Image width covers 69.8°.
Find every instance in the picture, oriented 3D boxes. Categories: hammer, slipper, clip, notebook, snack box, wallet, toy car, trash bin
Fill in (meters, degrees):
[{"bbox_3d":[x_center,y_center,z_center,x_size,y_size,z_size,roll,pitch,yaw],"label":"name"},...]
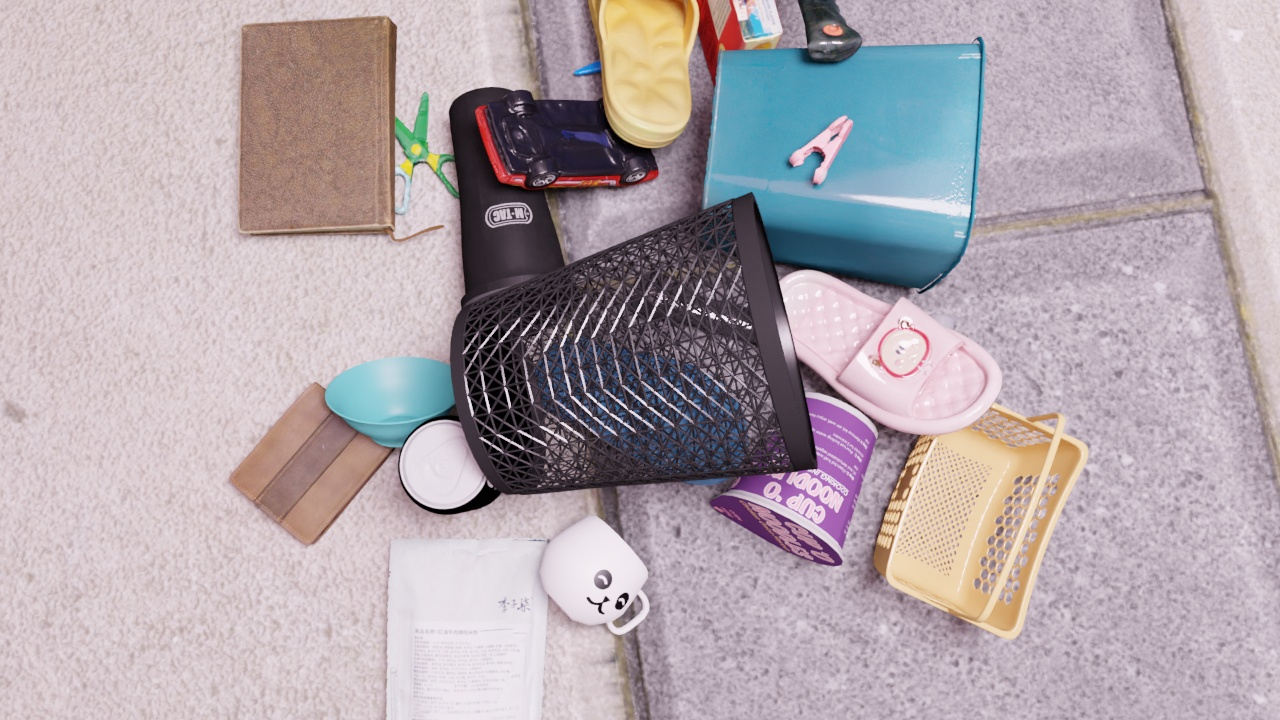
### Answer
[{"bbox_3d":[0.142,-0.020,0.881,0.311,0.029,0.125,16,81,0],"label":"hammer"},{"bbox_3d":[0.007,-0.321,0.860,0.099,0.079,0.263,6,63,-19],"label":"slipper"},{"bbox_3d":[0.143,-0.170,0.734,0.050,0.023,0.058,13,90,10],"label":"clip"},{"bbox_3d":[-0.286,-0.221,0.876,0.190,0.034,0.215,-1,83,2],"label":"notebook"},{"bbox_3d":[0.083,-0.335,0.861,0.040,0.143,0.145,-13,83,-6],"label":"snack box"},{"bbox_3d":[-0.301,0.095,0.845,0.098,0.027,0.121,39,82,0],"label":"wallet"},{"bbox_3d":[0.207,-0.012,0.814,0.222,0.056,0.106,32,79,25],"label":"slipper"},{"bbox_3d":[-0.062,-0.198,0.840,0.189,0.056,0.081,-12,77,-44],"label":"toy car"},{"bbox_3d":[0.149,-0.373,0.842,0.133,0.033,0.332,-2,49,-2],"label":"hammer"},{"bbox_3d":[0.001,0.042,0.852,0.214,0.059,0.103,24,77,15],"label":"slipper"},{"bbox_3d":[0.170,-0.177,0.829,0.219,0.196,0.199,6,82,4],"label":"trash bin"},{"bbox_3d":[-0.004,0.004,0.732,0.243,0.217,0.217,-13,83,12],"label":"trash bin"}]

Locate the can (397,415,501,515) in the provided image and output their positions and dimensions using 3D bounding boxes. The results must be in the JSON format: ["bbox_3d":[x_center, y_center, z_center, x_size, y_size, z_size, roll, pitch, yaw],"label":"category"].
[{"bbox_3d":[-0.158,0.091,0.791,0.080,0.146,0.080,0,82,-3],"label":"can"}]

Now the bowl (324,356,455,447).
[{"bbox_3d":[-0.219,0.044,0.830,0.121,0.121,0.046,1,118,-3],"label":"bowl"}]

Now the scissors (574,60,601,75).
[{"bbox_3d":[-0.004,-0.304,0.918,0.129,0.013,0.125,-26,84,-10],"label":"scissors"}]

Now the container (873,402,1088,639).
[{"bbox_3d":[0.295,0.131,0.798,0.129,0.167,0.183,25,82,0],"label":"container"}]

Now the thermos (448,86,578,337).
[{"bbox_3d":[-0.126,-0.137,0.850,0.106,0.106,0.218,-10,78,-4],"label":"thermos"}]

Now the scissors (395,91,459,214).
[{"bbox_3d":[-0.225,-0.199,0.895,0.116,0.012,0.129,-40,86,-7],"label":"scissors"}]

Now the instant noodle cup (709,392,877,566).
[{"bbox_3d":[0.146,0.100,0.834,0.137,0.122,0.121,14,66,43],"label":"instant noodle cup"}]

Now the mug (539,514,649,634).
[{"bbox_3d":[-0.037,0.201,0.820,0.076,0.090,0.124,-43,118,-15],"label":"mug"}]

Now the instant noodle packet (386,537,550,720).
[{"bbox_3d":[-0.156,0.295,0.820,0.147,0.057,0.269,1,77,-5],"label":"instant noodle packet"}]
